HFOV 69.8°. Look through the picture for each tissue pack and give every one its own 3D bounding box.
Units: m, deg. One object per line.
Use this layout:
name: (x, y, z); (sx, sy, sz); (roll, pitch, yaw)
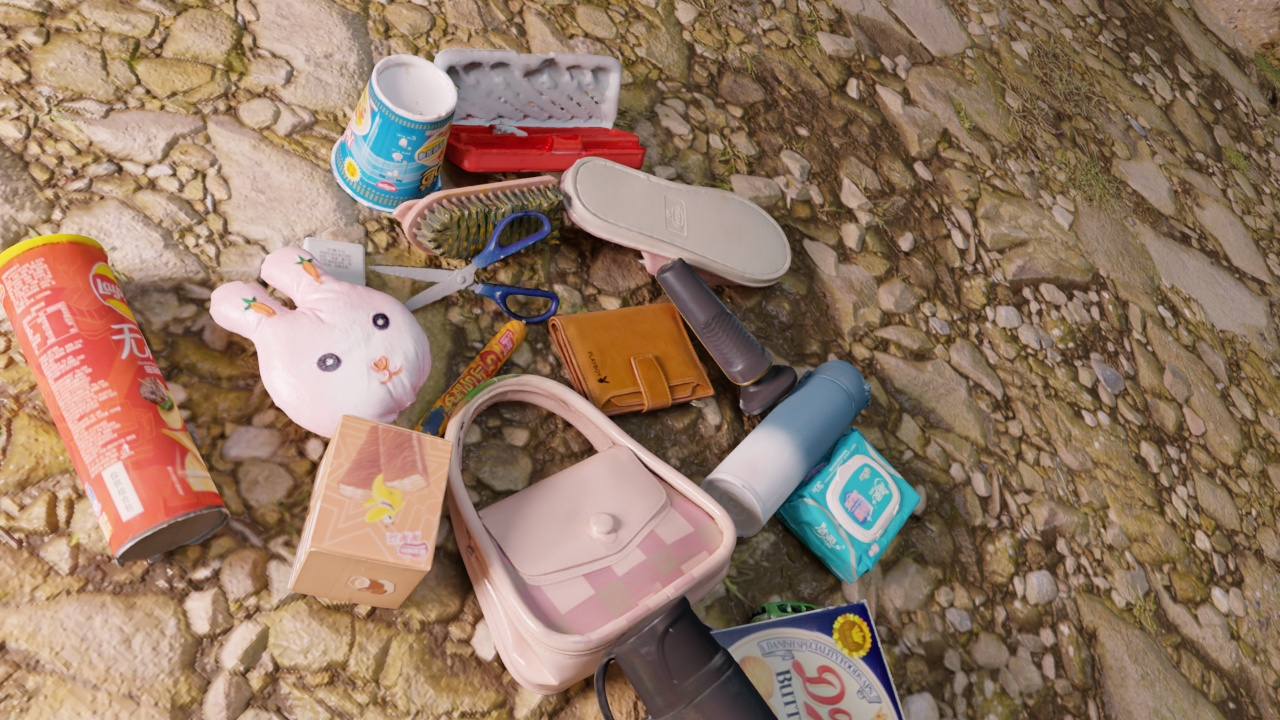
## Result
tissue pack: (0.195, 0.130, 0.845); (0.093, 0.050, 0.133); (46, 50, 4)

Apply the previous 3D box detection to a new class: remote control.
remote control: (-0.241, -0.040, 0.722); (0.049, 0.024, 0.124); (5, 59, -27)

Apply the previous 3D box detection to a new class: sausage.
sausage: (-0.138, 0.018, 0.746); (0.021, 0.022, 0.164); (38, 50, -4)

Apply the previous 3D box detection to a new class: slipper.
slipper: (0.037, -0.130, 0.913); (0.274, 0.055, 0.114); (10, 60, -33)

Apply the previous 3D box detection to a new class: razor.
razor: (0.075, -0.026, 0.860); (0.062, 0.067, 0.167); (-40, 91, 0)

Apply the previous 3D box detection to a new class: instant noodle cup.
instant noodle cup: (-0.204, -0.197, 0.784); (0.099, 0.110, 0.099); (14, 55, -21)

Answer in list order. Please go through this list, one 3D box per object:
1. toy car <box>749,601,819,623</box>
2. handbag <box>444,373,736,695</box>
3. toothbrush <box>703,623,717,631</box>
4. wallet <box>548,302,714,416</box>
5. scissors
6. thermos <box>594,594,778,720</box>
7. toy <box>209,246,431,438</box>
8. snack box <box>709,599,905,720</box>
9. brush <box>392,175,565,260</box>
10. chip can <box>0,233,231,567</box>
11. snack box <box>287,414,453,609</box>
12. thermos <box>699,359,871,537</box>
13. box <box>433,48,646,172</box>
toy car: (0.133, 0.222, 0.759); (0.091, 0.043, 0.036); (15, 55, -21)
handbag: (-0.058, 0.111, 0.703); (0.192, 0.094, 0.234); (-22, 67, -38)
toothbrush: (0.119, 0.253, 0.752); (0.189, 0.014, 0.016); (28, 64, -11)
wallet: (-0.005, 0.005, 0.825); (0.130, 0.035, 0.119); (-9, 60, -33)
scissors: (-0.138, -0.075, 0.776); (0.162, 0.012, 0.162); (31, 87, -32)
thermos: (0.065, 0.271, 0.574); (0.090, 0.068, 0.242); (-38, 81, 2)
toy: (-0.230, -0.016, 0.665); (0.159, 0.054, 0.121); (38, 53, 2)
snack box: (0.105, 0.274, 0.647); (0.182, 0.046, 0.177); (-5, 68, -23)
brush: (-0.141, -0.127, 0.812); (0.145, 0.063, 0.073); (-15, 41, -33)
chip can: (-0.344, 0.022, 0.593); (0.073, 0.073, 0.216); (-22, 74, -37)
snack box: (-0.182, 0.105, 0.620); (0.077, 0.093, 0.094); (17, 54, -20)
thermos: (0.138, 0.072, 0.843); (0.070, 0.070, 0.219); (47, 49, 4)
box: (-0.090, -0.236, 0.874); (0.200, 0.100, 0.095); (-9, 32, -33)
